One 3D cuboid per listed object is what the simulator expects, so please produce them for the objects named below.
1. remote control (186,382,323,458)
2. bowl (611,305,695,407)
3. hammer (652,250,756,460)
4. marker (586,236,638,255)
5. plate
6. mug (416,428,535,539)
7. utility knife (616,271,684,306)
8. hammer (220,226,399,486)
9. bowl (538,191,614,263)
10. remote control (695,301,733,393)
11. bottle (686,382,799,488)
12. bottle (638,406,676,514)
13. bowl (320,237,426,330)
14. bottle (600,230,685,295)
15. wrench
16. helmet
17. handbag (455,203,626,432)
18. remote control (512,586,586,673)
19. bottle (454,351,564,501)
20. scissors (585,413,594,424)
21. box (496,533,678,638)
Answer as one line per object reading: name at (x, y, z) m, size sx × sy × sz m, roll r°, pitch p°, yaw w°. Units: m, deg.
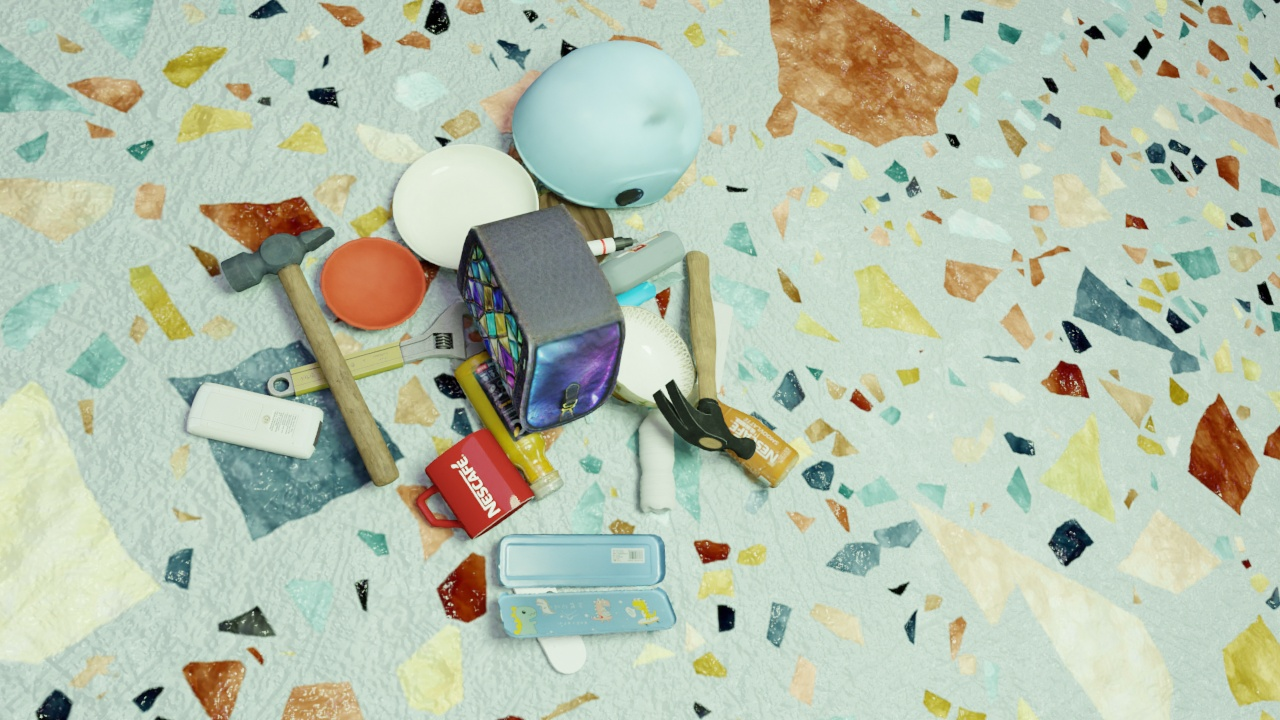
remote control at (-0.431, 0.067, 1.031) m, size 0.138 × 0.025 × 0.060 m, roll 15°, pitch 67°, yaw -14°
bowl at (-0.007, 0.007, 1.153) m, size 0.145 × 0.063 × 0.145 m, roll 21°, pitch 49°, yaw -26°
hammer at (0.077, -0.024, 1.173) m, size 0.132 × 0.040 × 0.304 m, roll 24°, pitch 46°, yaw -29°
marker at (-0.069, -0.144, 1.187) m, size 0.145 × 0.019 × 0.019 m, roll -13°, pitch 75°, yaw -21°
plate at (-0.222, -0.192, 1.176) m, size 0.182 × 0.034 × 0.182 m, roll 2°, pitch 69°, yaw -6°
mug at (-0.196, 0.150, 1.049) m, size 0.116 × 0.080 × 0.096 m, roll -37°, pitch 83°, yaw 4°
utility knife at (-0.022, -0.073, 1.216) m, size 0.197 × 0.015 × 0.031 m, roll -29°, pitch 86°, yaw -21°
hammer at (-0.352, -0.004, 1.044) m, size 0.129 × 0.040 × 0.321 m, roll -27°, pitch 80°, yaw -8°
bowl at (-0.096, -0.167, 1.218) m, size 0.119 × 0.032 × 0.119 m, roll 6°, pitch 69°, yaw -15°
remote control at (0.099, -0.018, 1.235) m, size 0.033 × 0.012 × 0.130 m, roll 15°, pitch 67°, yaw -9°
bottle at (0.124, 0.092, 1.179) m, size 0.167 × 0.059 × 0.059 m, roll 39°, pitch 64°, yaw 9°
bottle at (0.020, 0.120, 1.142) m, size 0.044 × 0.044 × 0.136 m, roll 5°, pitch 69°, yaw -16°
bowl at (-0.324, -0.088, 1.116) m, size 0.122 × 0.035 × 0.121 m, roll 6°, pitch 69°, yaw -15°
bottle at (-0.022, -0.115, 1.200) m, size 0.161 × 0.072 × 0.046 m, roll -31°, pitch 99°, yaw -25°
wrench at (-0.307, -0.007, 1.101) m, size 0.272 × 0.018 × 0.083 m, roll -16°, pitch 76°, yaw -22°
helmet at (-0.034, -0.325, 1.217) m, size 0.265 × 0.167 × 0.225 m, roll -18°, pitch 76°, yaw -29°
handbag at (-0.119, -0.043, 1.060) m, size 0.125 × 0.223 × 0.204 m, roll -19°, pitch 66°, yaw -23°
remote control at (-0.106, 0.295, 1.056) m, size 0.043 × 0.013 × 0.136 m, roll -25°, pitch 79°, yaw -24°
bottle at (-0.155, 0.080, 1.097) m, size 0.053 × 0.053 × 0.186 m, roll -29°, pitch 81°, yaw -24°
scissors at (-0.093, 0.001, 1.166) m, size 0.065 × 0.033 × 0.174 m, roll -22°, pitch 78°, yaw -6°
box at (-0.063, 0.260, 1.060) m, size 0.209 × 0.039 × 0.126 m, roll 4°, pitch 57°, yaw -23°
